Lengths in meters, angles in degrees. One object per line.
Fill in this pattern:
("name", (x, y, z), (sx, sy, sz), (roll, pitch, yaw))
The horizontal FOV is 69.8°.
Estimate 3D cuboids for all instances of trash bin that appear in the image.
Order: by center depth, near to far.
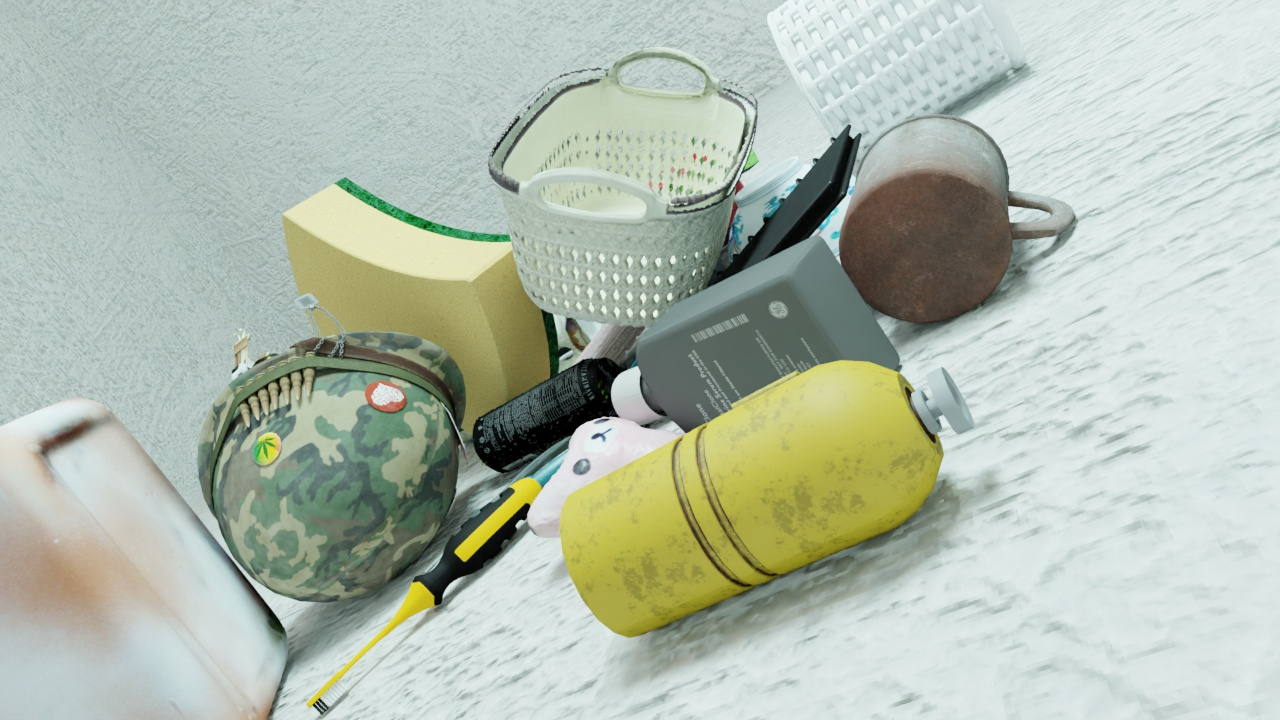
("trash bin", (-0.369, 0.169, 0.601), (0.157, 0.260, 0.181), (-33, 12, -7))

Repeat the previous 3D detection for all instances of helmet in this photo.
("helmet", (-0.239, 0.070, 0.738), (0.224, 0.192, 0.236), (-50, 42, -6))

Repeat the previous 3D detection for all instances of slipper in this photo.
("slipper", (-0.012, -0.068, 0.855), (0.239, 0.064, 0.094), (-55, 12, -17))

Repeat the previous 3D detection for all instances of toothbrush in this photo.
("toothbrush", (-0.136, 0.147, 0.593), (0.196, 0.031, 0.031), (-44, -6, -23))

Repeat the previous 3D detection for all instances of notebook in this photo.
("notebook", (0.073, -0.060, 0.662), (0.232, 0.019, 0.168), (-50, 4, 30))

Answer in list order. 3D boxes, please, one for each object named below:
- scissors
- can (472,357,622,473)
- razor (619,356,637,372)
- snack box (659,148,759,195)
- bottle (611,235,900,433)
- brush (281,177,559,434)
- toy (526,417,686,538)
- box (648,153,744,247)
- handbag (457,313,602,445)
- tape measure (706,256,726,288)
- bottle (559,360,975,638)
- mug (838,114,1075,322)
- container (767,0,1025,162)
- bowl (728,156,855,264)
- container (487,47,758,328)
("scissors", (-0.089, 0.100, 0.662), (0.151, 0.019, 0.130), (-29, 14, 22))
("can", (-0.075, 0.045, 0.739), (0.138, 0.054, 0.053), (-28, 15, 28))
("razor", (-0.004, 0.004, 0.738), (0.042, 0.022, 0.144), (-42, -1, -25))
("snack box", (0.040, -0.161, 0.883), (0.147, 0.025, 0.080), (-30, 5, 4))
("bottle", (0.049, 0.002, 0.523), (0.174, 0.084, 0.046), (-22, 18, 47))
("brush", (-0.198, -0.041, 0.839), (0.250, 0.195, 0.075), (20, 45, 26))
("toy", (-0.011, 0.063, 0.532), (0.096, 0.053, 0.098), (-14, 25, 27))
("box", (0.043, -0.145, 0.991), (0.157, 0.117, 0.135), (-30, 11, 7))
("handbag", (-0.136, -0.003, 0.983), (0.199, 0.096, 0.141), (-32, 29, 11))
("tape measure", (0.053, -0.088, 0.924), (0.058, 0.036, 0.066), (-43, 15, -29))
("bottle", (0.052, 0.050, 0.372), (0.164, 0.071, 0.070), (-30, 14, 23))
("mug", (0.177, -0.080, 0.513), (0.123, 0.096, 0.110), (4, 35, 18))
("container", (0.257, -0.330, 0.933), (0.187, 0.189, 0.188), (-30, 14, 25))
("bowl", (0.128, -0.127, 0.794), (0.144, 0.074, 0.143), (-33, 13, 9))
("container", (-0.009, -0.137, 0.726), (0.185, 0.143, 0.250), (10, 38, 9))
